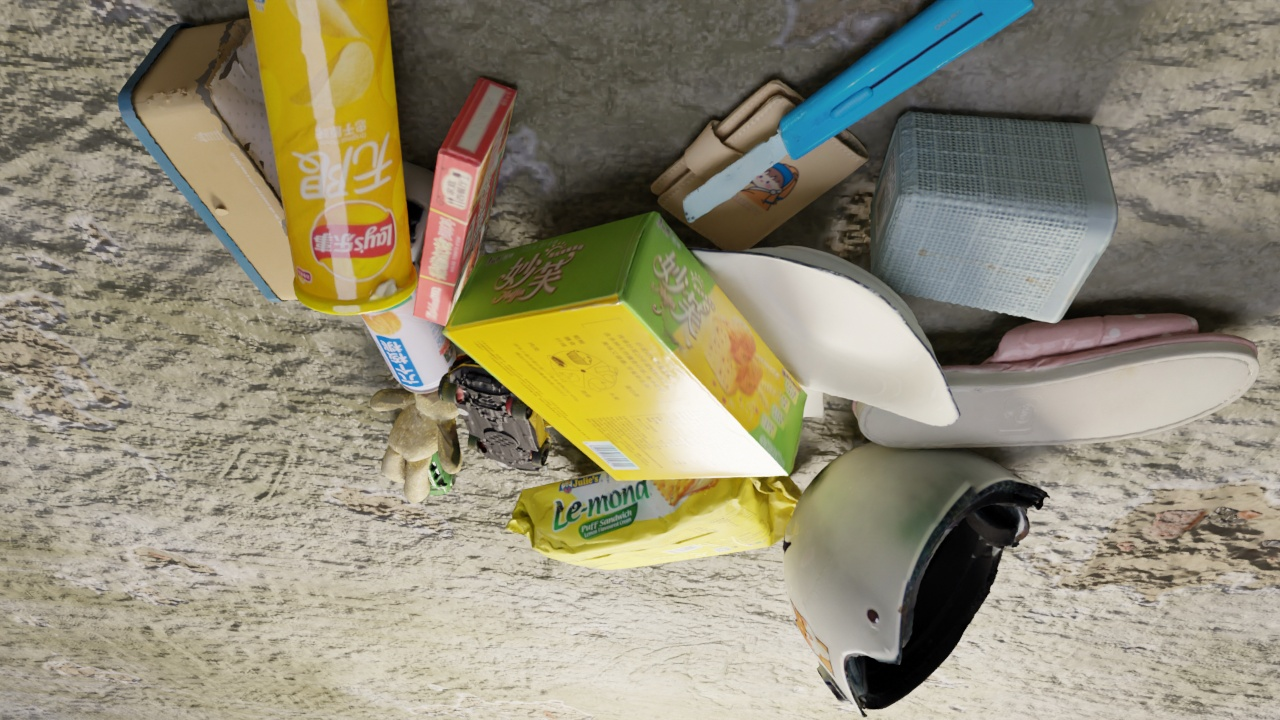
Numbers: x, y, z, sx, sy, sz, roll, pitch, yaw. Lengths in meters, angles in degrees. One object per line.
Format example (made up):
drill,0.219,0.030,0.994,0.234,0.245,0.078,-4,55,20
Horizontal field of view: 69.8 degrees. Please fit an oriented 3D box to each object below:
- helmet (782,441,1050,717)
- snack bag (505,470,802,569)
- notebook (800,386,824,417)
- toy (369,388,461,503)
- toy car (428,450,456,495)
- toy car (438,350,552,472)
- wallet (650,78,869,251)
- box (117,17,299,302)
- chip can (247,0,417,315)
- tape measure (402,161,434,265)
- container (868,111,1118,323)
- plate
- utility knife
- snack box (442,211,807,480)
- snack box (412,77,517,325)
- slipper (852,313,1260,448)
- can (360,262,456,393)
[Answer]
helmet,0.209,0.166,0.784,0.157,0.229,0.274,40,163,30
snack bag,0.022,0.143,0.843,0.247,0.068,0.158,-16,155,25
notebook,0.036,0.005,0.711,0.206,0.010,0.146,-2,145,12
toy,-0.187,0.063,0.798,0.105,0.066,0.158,44,129,20
toy car,-0.209,0.105,0.894,0.043,0.036,0.091,2,146,5
toy car,-0.109,0.043,0.724,0.071,0.041,0.156,12,150,12
wallet,0.069,-0.116,0.568,0.087,0.024,0.115,30,138,-25
box,-0.231,-0.121,0.561,0.062,0.089,0.184,-4,139,16
chip can,-0.165,-0.133,0.493,0.072,0.071,0.214,5,122,4
tape measure,-0.151,-0.094,0.598,0.033,0.065,0.066,21,126,-14
container,0.197,-0.086,0.533,0.111,0.090,0.090,9,142,3
plate,0.116,-0.025,0.576,0.164,0.034,0.164,18,160,44
utility knife,0.108,-0.139,0.510,0.219,0.018,0.034,-32,128,29
snack box,-0.004,0.004,0.623,0.158,0.069,0.210,-7,141,37
snack box,-0.113,-0.095,0.581,0.025,0.075,0.153,20,141,-6
slipper,0.295,0.015,0.672,0.275,0.054,0.114,-8,141,14
can,-0.180,-0.033,0.692,0.053,0.053,0.135,0,142,9
